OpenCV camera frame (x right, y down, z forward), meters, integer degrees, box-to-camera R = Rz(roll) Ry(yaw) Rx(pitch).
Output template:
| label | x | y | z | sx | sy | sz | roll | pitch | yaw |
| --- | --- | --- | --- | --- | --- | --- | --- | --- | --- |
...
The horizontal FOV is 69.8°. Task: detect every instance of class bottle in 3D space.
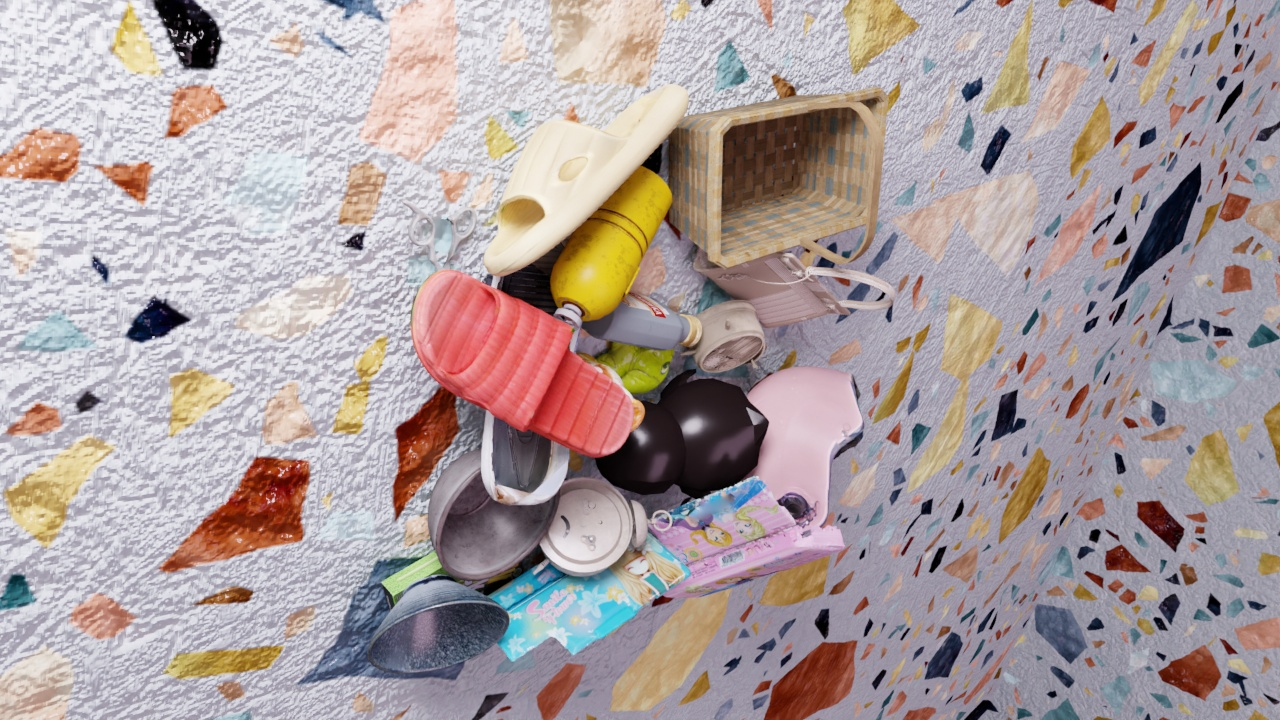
| label | x | y | z | sx | sy | sz | roll | pitch | yaw |
| --- | --- | --- | --- | --- | --- | --- | --- | --- | --- |
| bottle | -0.033 | -0.100 | 0.853 | 0.163 | 0.071 | 0.071 | -64 | 145 | -25 |
| bottle | 0.004 | -0.041 | 0.968 | 0.161 | 0.072 | 0.046 | 10 | 113 | -48 |
| bottle | -0.044 | 0.036 | 0.940 | 0.063 | 0.109 | 0.063 | -26 | 131 | -35 |

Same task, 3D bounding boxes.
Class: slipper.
| label | x | y | z | sx | sy | sz | roll | pitch | yaw |
| --- | --- | --- | --- | --- | --- | --- | --- | --- | --- |
| slipper | -0.113 | 0.003 | 0.868 | 0.111 | 0.063 | 0.264 | 2 | 88 | -42 |
| slipper | -0.060 | -0.177 | 0.806 | 0.260 | 0.111 | 0.079 | -48 | 110 | -25 |
| slipper | -0.091 | 0.012 | 0.804 | 0.248 | 0.059 | 0.103 | 37 | 71 | -31 |

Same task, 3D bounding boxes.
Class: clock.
| label | x | y | z | sx | sy | sz | roll | pitch | yaw |
| --- | --- | --- | --- | --- | --- | --- | --- | --- | --- |
| clock | -0.043 | 0.185 | 1.009 | 0.156 | 0.103 | 0.061 | -4 | 155 | -10 |
| clock | 0.110 | -0.020 | 1.077 | 0.093 | 0.054 | 0.140 | -37 | 150 | 27 |

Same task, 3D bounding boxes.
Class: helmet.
| label | x | y | z | sx | sy | sz | roll | pitch | yaw |
| --- | --- | --- | --- | --- | --- | --- | --- | --- | --- |
| helmet | 0.183 | 0.123 | 1.173 | 0.229 | 0.152 | 0.256 | -60 | 167 | -67 |

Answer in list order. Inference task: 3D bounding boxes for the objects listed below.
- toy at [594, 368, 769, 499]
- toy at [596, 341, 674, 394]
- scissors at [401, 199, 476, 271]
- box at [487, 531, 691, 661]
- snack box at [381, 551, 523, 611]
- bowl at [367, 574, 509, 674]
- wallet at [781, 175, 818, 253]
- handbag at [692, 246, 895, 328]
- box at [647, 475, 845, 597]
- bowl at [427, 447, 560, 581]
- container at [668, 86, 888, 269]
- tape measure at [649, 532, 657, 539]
| label | x | y | z | sx | sy | sz | roll | pitch | yaw |
| --- | --- | --- | --- | --- | --- | --- | --- | --- | --- |
| toy | 0.040 | 0.092 | 1.042 | 0.183 | 0.140 | 0.159 | -9 | 84 | -30 |
| toy | -0.006 | 0.006 | 1.019 | 0.094 | 0.036 | 0.093 | -45 | 136 | -5 |
| scissors | -0.178 | -0.071 | 0.803 | 0.117 | 0.014 | 0.161 | -7 | 118 | -55 |
| box | -0.080 | 0.252 | 1.025 | 0.226 | 0.171 | 0.085 | -27 | 102 | -33 |
| snack box | -0.196 | 0.231 | 0.976 | 0.147 | 0.025 | 0.080 | -28 | 132 | -31 |
| bowl | -0.202 | 0.248 | 0.900 | 0.137 | 0.057 | 0.137 | -15 | 142 | -12 |
| wallet | 0.210 | -0.193 | 1.126 | 0.115 | 0.018 | 0.091 | 29 | 92 | -52 |
| handbag | 0.189 | -0.086 | 1.027 | 0.175 | 0.198 | 0.062 | 32 | 73 | -51 |
| box | 0.102 | 0.223 | 1.072 | 0.160 | 0.231 | 0.062 | 34 | 44 | -30 |
| bowl | -0.158 | 0.142 | 0.923 | 0.144 | 0.067 | 0.145 | -25 | 131 | -33 |
| container | 0.166 | -0.189 | 0.933 | 0.249 | 0.186 | 0.158 | -20 | 122 | -33 |
| tape measure | 0.024 | 0.248 | 1.186 | 0.038 | 0.059 | 0.058 | -47 | 126 | -11 |
